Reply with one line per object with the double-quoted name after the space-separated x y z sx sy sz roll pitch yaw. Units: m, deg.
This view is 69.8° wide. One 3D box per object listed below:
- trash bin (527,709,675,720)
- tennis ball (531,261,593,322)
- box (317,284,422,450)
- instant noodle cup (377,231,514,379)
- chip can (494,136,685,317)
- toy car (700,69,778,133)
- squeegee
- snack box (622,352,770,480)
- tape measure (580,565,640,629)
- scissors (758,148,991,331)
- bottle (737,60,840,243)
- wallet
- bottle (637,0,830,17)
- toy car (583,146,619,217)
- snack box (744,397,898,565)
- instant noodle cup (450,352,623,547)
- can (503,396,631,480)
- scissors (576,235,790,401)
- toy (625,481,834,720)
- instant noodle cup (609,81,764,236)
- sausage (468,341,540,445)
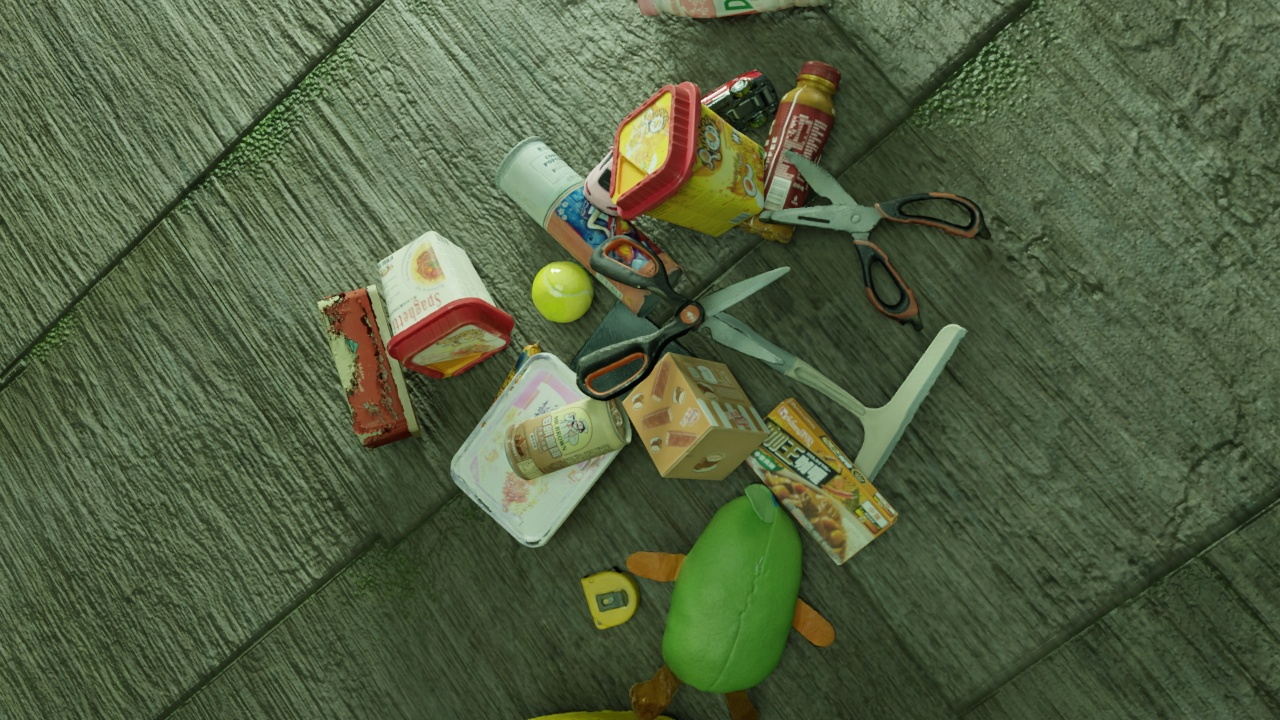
-0.045 0.483 0.867 0.230 0.229 0.255 -5 82 15 "trash bin"
-0.082 -0.072 0.968 0.065 0.065 0.065 -1 88 15 "tennis ball"
-0.302 0.011 1.001 0.079 0.091 0.168 -18 83 -12 "box"
-0.215 -0.061 0.987 0.116 0.116 0.124 -29 69 12 "instant noodle cup"
-0.055 -0.139 0.961 0.214 0.071 0.071 44 99 12 "chip can"
0.081 -0.250 0.938 0.120 0.053 0.045 -30 39 9 "toy car"
0.155 0.011 0.917 0.246 0.039 0.247 33 115 20 "squeegee"
0.053 0.056 0.891 0.077 0.092 0.094 -48 54 26 "snack box"
-0.030 0.249 0.963 0.057 0.029 0.060 -20 83 13 "tape measure"
0.228 -0.127 0.887 0.189 0.015 0.227 -30 98 4 "scissors"
0.152 -0.208 0.914 0.057 0.057 0.175 21 93 15 "bottle"
-0.006 0.006 0.971 0.121 0.019 0.097 40 99 14 "wallet"
0.094 -0.385 0.933 0.197 0.068 0.068 0 88 18 "bottle"
-0.011 -0.198 0.942 0.056 0.037 0.122 36 63 1 "toy car"
0.169 0.117 0.891 0.153 0.026 0.075 49 119 13 "snack box"
-0.101 0.093 0.971 0.138 0.060 0.173 40 97 13 "instant noodle cup"
-0.072 0.074 0.903 0.116 0.058 0.058 -20 83 13 "can"
0.026 -0.043 0.861 0.221 0.021 0.234 -43 63 4 "scissors"
0.088 0.242 0.894 0.227 0.090 0.246 23 83 -14 "toy"
0.050 -0.184 0.884 0.116 0.123 0.116 -25 54 50 "instant noodle cup"
-0.152 0.050 1.006 0.021 0.021 0.165 31 96 14 "sausage"
